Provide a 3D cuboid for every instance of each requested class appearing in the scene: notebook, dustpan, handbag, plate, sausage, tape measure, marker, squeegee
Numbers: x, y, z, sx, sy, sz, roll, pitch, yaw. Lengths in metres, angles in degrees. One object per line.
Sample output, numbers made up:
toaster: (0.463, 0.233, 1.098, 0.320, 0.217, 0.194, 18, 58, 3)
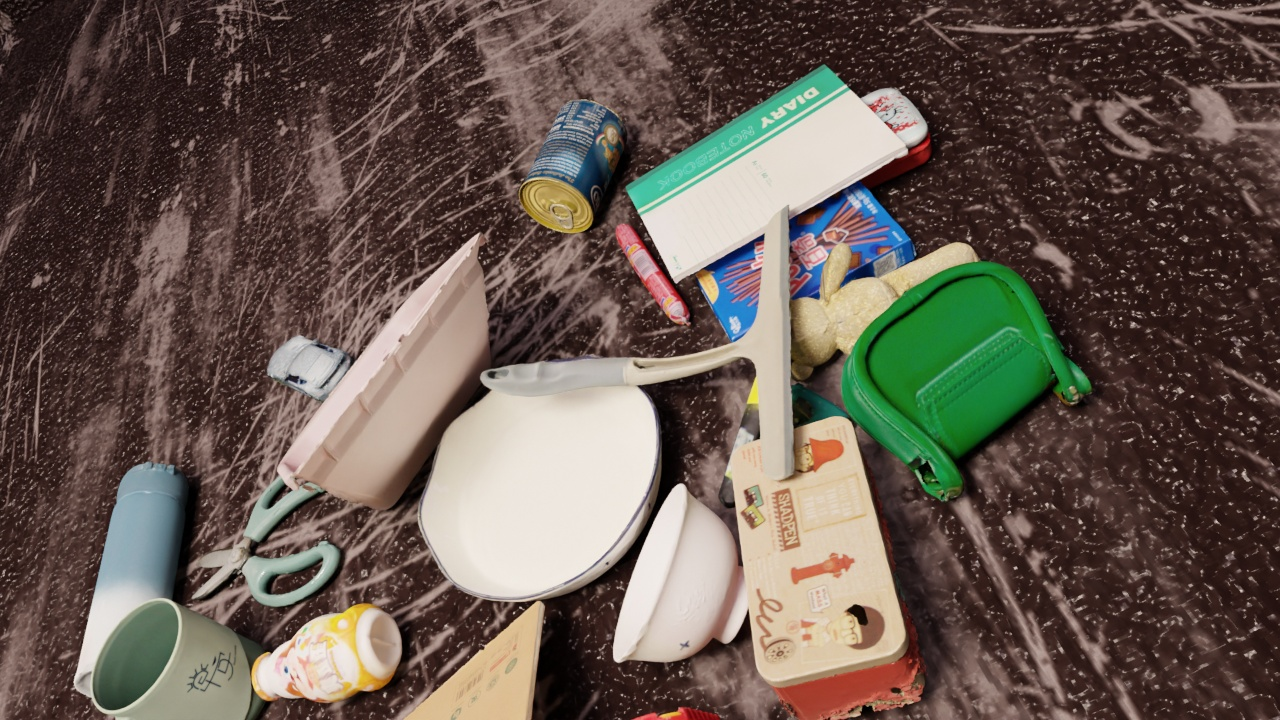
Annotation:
notebook: (0.097, -0.161, 0.776, 0.209, 0.012, 0.150, -30, 45, 6)
dustpan: (-0.230, 0.010, 0.750, 0.139, 0.274, 0.222, 30, 68, 10)
handbag: (0.204, 0.009, 0.591, 0.131, 0.068, 0.120, -37, 74, -5)
notebook: (-0.117, 0.245, 0.549, 0.148, 0.008, 0.207, -43, 14, 10)
plate: (-0.072, 0.092, 0.708, 0.205, 0.045, 0.204, -15, 50, 18)
sausage: (0.009, -0.077, 0.809, 0.020, 0.020, 0.155, -33, 47, 3)
tape measure: (0.114, 0.045, 0.654, 0.054, 0.025, 0.058, -45, 47, -10)
marker: (0.082, 0.051, 0.676, 0.018, 0.015, 0.124, 6, 62, 33)
squeegee: (-0.004, 0.004, 0.684, 0.247, 0.039, 0.245, -10, 48, 19)

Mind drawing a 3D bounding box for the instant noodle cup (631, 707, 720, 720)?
instant noodle cup: (0.008, 0.266, 0.494, 0.117, 0.116, 0.124, -24, 60, 11)

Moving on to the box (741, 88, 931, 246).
box: (0.141, -0.167, 0.785, 0.201, 0.048, 0.087, -24, 48, 12)

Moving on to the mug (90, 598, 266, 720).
mug: (-0.346, 0.252, 0.693, 0.082, 0.106, 0.111, -6, 53, 24)

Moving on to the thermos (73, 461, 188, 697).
thermos: (-0.454, 0.191, 0.831, 0.070, 0.070, 0.220, -25, 47, 10)

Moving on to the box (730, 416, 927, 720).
box: (0.116, 0.128, 0.564, 0.091, 0.079, 0.168, -19, 43, 16)

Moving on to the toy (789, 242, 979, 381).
toy: (0.172, -0.039, 0.669, 0.157, 0.066, 0.105, -20, 91, 10)

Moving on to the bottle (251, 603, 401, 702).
bottle: (-0.235, 0.223, 0.685, 0.108, 0.063, 0.063, -20, 49, 14)

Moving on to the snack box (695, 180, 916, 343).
snack box: (0.129, -0.075, 0.736, 0.157, 0.026, 0.084, -30, 48, 6)

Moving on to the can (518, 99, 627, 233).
can: (-0.064, -0.191, 0.896, 0.075, 0.075, 0.111, 2, 57, 30)

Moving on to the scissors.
scissors: (-0.326, 0.149, 0.822, 0.174, 0.019, 0.177, -8, 53, 25)

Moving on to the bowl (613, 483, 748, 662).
bowl: (0.034, 0.145, 0.586, 0.064, 0.118, 0.118, 21, 62, -4)

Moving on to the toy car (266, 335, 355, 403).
toy car: (-0.335, 0.005, 0.925, 0.121, 0.037, 0.054, 15, 65, 39)
